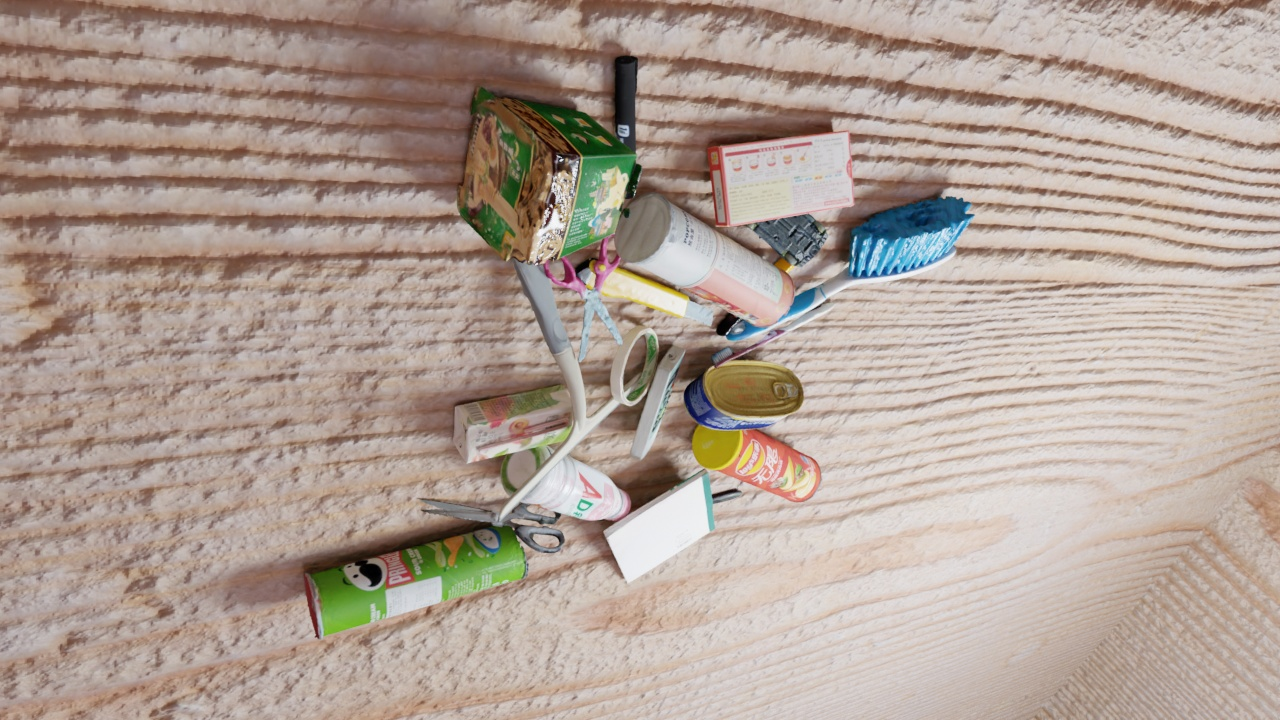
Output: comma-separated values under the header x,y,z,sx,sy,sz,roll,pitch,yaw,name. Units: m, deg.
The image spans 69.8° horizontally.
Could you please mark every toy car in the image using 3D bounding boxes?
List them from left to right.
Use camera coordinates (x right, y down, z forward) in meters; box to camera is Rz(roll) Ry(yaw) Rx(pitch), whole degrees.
x,y,z,sx,sy,sz,roll,pitch,yaw,name
0.148,-0.145,0.966,0.120,0.036,0.054,32,104,-37,toy car

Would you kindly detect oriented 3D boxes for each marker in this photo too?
x,y,z,sx,sy,sz,roll,pitch,yaw,name
-0.013,-0.205,0.815,0.022,0.020,0.132,-44,148,-39,marker
0.130,-0.073,1.033,0.124,0.018,0.015,-46,146,12,marker

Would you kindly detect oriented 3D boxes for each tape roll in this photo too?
x,y,z,sx,sy,sz,roll,pitch,yaw,name
-0.006,0.006,0.980,0.085,0.014,0.086,-44,142,-48,tape roll

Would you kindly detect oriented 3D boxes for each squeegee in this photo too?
x,y,z,sx,sy,sz,roll,pitch,yaw,name
-0.079,-0.006,0.896,0.245,0.039,0.247,-43,132,-38,squeegee

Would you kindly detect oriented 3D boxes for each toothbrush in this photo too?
x,y,z,sx,sy,sz,roll,pitch,yaw,name
0.064,0.201,1.241,0.180,0.018,0.016,-11,130,-28,toothbrush
0.158,-0.034,1.077,0.187,0.017,0.016,-26,173,-25,toothbrush

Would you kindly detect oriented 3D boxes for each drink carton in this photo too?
x,y,z,sx,sy,sz,roll,pitch,yaw,name
-0.131,0.067,0.961,0.122,0.045,0.054,-10,131,-28,drink carton

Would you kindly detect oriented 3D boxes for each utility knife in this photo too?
x,y,z,sx,sy,sz,roll,pitch,yaw,name
0.009,-0.068,0.955,0.197,0.015,0.033,18,115,-40,utility knife

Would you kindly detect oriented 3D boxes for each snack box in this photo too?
x,y,z,sx,sy,sz,roll,pitch,yaw,name
-0.074,-0.152,0.764,0.105,0.117,0.118,-16,138,-40,snack box
0.142,-0.181,0.910,0.155,0.027,0.077,-13,104,-25,snack box

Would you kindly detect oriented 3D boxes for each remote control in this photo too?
x,y,z,sx,sy,sz,roll,pitch,yaw,name
0.019,0.049,1.046,0.056,0.019,0.135,-54,164,-55,remote control

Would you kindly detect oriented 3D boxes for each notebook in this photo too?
x,y,z,sx,sy,sz,roll,pitch,yaw,name
0.031,0.224,1.209,0.150,0.012,0.209,-30,151,-10,notebook

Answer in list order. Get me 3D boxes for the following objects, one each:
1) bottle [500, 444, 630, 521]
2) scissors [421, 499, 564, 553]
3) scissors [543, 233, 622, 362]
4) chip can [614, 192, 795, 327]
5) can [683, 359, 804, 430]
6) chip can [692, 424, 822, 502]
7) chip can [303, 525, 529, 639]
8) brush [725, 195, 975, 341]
x,y,z,sx,sy,sz,roll,pitch,yaw,name
-0.077,0.147,1.058,0.068,0.068,0.197,-45,143,10,bottle
-0.161,0.184,1.033,0.173,0.141,0.014,-22,160,-52,scissors
-0.053,-0.064,0.879,0.124,0.017,0.133,8,95,-41,scissors
0.072,-0.096,0.931,0.214,0.071,0.071,21,113,-45,chip can
0.123,0.042,1.083,0.148,0.074,0.049,0,156,-33,can
0.156,0.132,1.197,0.073,0.073,0.216,-48,138,13,chip can
-0.247,0.242,1.023,0.235,0.072,0.072,-10,132,-27,chip can
0.242,-0.104,1.059,0.314,0.060,0.110,-17,139,-17,brush
